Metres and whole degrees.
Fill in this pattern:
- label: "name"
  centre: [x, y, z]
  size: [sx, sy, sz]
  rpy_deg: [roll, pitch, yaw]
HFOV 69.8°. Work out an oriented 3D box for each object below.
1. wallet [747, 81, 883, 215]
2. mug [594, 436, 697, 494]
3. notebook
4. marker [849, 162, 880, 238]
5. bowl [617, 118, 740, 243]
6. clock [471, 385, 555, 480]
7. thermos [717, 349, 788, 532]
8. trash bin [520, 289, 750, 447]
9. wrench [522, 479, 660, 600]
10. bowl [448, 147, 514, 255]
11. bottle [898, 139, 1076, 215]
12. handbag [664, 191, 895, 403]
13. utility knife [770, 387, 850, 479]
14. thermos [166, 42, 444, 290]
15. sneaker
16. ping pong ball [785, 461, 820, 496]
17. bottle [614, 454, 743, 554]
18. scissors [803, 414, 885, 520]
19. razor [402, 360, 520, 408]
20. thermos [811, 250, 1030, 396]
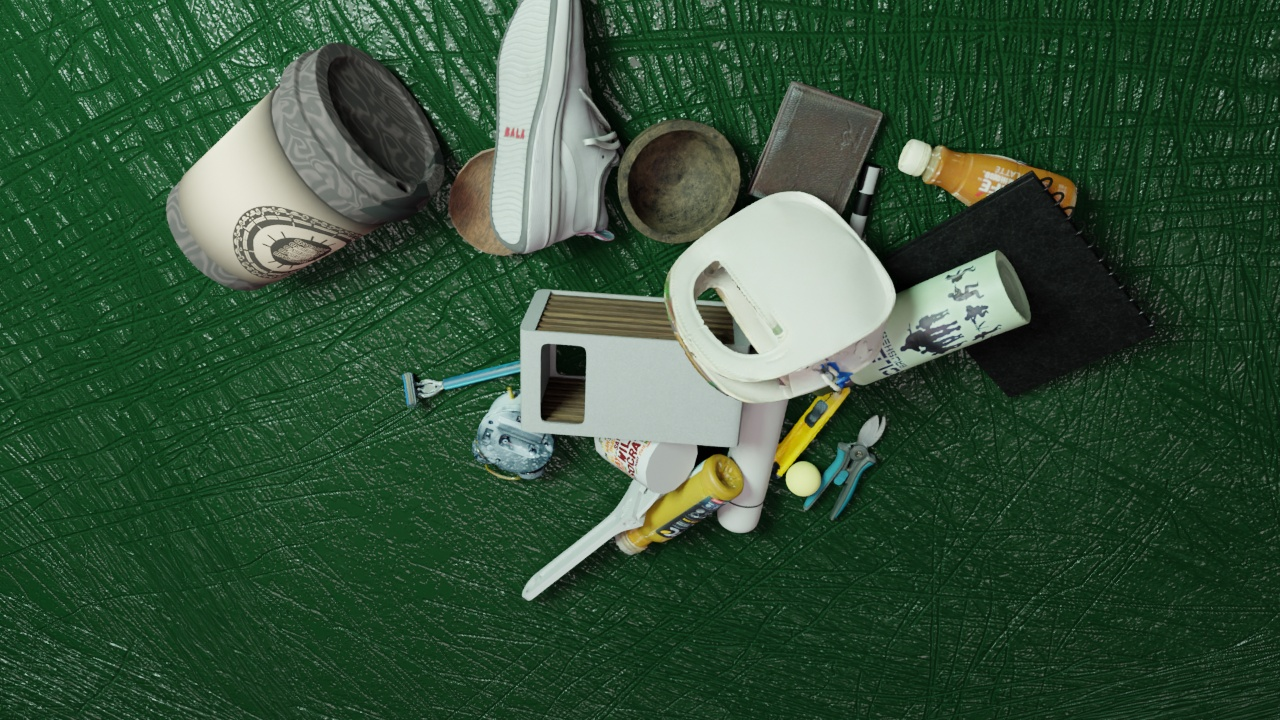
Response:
- label: "wallet"
  centre: [0.172, -0.204, 0.910]
  size: [0.099, 0.031, 0.120]
  rpy_deg: [17, 115, -8]
- label: "mug"
  centre: [0.015, 0.097, 1.026]
  size: [0.105, 0.090, 0.073]
  rpy_deg: [17, 98, -46]
- label: "notebook"
  centre: [0.386, -0.068, 0.924]
  size: [0.231, 0.019, 0.170]
  rpy_deg: [41, 129, -22]
- label: "marker"
  centre: [0.221, -0.133, 0.946]
  size: [0.016, 0.016, 0.141]
  rpy_deg: [10, 116, -1]
- label: "bowl"
  centre: [0.033, -0.183, 0.911]
  size: [0.121, 0.056, 0.121]
  rpy_deg: [-5, 118, -10]
- label: "clock"
  centre: [-0.144, 0.092, 1.058]
  size: [0.090, 0.052, 0.130]
  rpy_deg: [22, 120, -7]
- label: "thermos"
  centre: [0.129, 0.096, 1.042]
  size: [0.052, 0.052, 0.224]
  rpy_deg: [9, 116, 0]
- label: "trash bin"
  centre: [-0.006, 0.006, 0.974]
  size: [0.229, 0.114, 0.115]
  rpy_deg: [4, 116, 2]
- label: "wrench"
  centre: [-0.058, 0.211, 1.112]
  size: [0.018, 0.086, 0.274]
  rpy_deg: [39, 122, -14]
- label: "bowl"
  centre: [-0.142, -0.167, 0.950]
  size: [0.102, 0.026, 0.114]
  rpy_deg: [35, 113, -12]
- label: "bottle"
  centre: [0.335, -0.174, 0.895]
  size: [0.167, 0.059, 0.059]
  rpy_deg: [18, 115, -3]
- label: "handbag"
  centre: [0.126, -0.049, 0.886]
  size: [0.199, 0.200, 0.093]
  rpy_deg: [-25, 152, -12]
- label: "utility knife"
  centre: [0.203, 0.055, 1.036]
  size: [0.030, 0.018, 0.207]
  rpy_deg: [44, 112, 22]
- label: "thermos"
  centre: [-0.330, -0.174, 0.890]
  size: [0.227, 0.172, 0.173]
  rpy_deg: [-27, 111, 22]
- label: "sneaker"
  centre: [-0.067, -0.234, 0.883]
  size: [0.128, 0.097, 0.263]
  rpy_deg: [-4, 103, -39]
- label: "ping pong ball"
  centre: [0.189, 0.137, 1.065]
  size: [0.040, 0.040, 0.040]
  rpy_deg: [2, 116, 3]
- label: "bottle"
  centre: [0.039, 0.173, 1.065]
  size: [0.053, 0.053, 0.187]
  rpy_deg: [39, 129, -14]
- label: "scissors"
  centre: [0.236, 0.126, 1.069]
  size: [0.148, 0.019, 0.132]
  rpy_deg: [-17, 114, 13]
- label: "razor"
  centre: [-0.200, 0.021, 1.050]
  size: [0.144, 0.022, 0.042]
  rpy_deg: [-12, 78, 6]
- label: "thermos"
  centre: [0.264, -0.033, 0.930]
  size: [0.232, 0.082, 0.082]
  rpy_deg: [-25, 113, 35]
